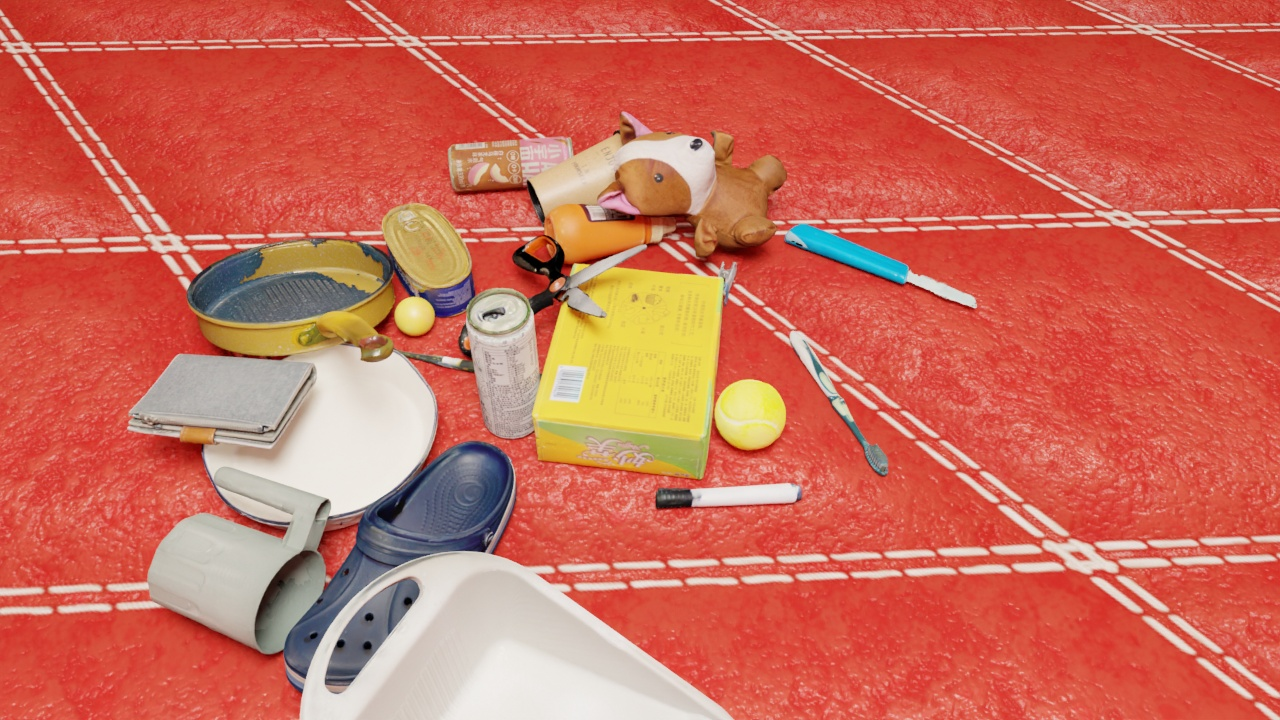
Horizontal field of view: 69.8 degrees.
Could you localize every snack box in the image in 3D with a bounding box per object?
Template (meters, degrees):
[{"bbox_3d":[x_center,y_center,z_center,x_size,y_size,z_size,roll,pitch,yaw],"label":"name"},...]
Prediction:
[{"bbox_3d":[-0.005,0.005,0.882,0.158,0.070,0.209,6,48,5],"label":"snack box"}]

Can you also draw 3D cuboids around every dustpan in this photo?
[{"bbox_3d":[-0.085,0.255,0.610,0.258,0.143,0.222,22,51,19],"label":"dustpan"}]

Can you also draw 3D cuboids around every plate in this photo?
[{"bbox_3d":[-0.286,0.070,0.836,0.205,0.046,0.204,0,49,0],"label":"plate"}]

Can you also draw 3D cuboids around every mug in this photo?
[{"bbox_3d":[-0.309,0.153,0.722,0.103,0.083,0.124,15,82,15],"label":"mug"}]

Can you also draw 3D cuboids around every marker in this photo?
[{"bbox_3d":[0.078,0.119,0.816,0.130,0.018,0.022,-3,39,-3],"label":"marker"}]

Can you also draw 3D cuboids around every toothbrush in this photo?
[{"bbox_3d":[-0.183,0.003,0.917,0.186,0.017,0.012,10,89,8],"label":"toothbrush"},{"bbox_3d":[0.191,0.035,0.893,0.016,0.018,0.191,-15,50,-14],"label":"toothbrush"}]

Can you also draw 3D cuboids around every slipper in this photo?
[{"bbox_3d":[-0.178,0.154,0.732,0.105,0.095,0.252,18,47,18],"label":"slipper"}]

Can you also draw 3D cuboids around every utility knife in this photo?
[{"bbox_3d":[0.267,-0.105,1.019,0.223,0.018,0.034,26,51,22],"label":"utility knife"}]

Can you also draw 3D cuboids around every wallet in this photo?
[{"bbox_3d":[-0.367,0.037,0.811,0.130,0.037,0.106,5,38,4],"label":"wallet"}]

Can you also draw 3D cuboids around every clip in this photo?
[{"bbox_3d":[0.091,-0.087,0.998,0.036,0.026,0.057,8,48,16],"label":"clip"}]

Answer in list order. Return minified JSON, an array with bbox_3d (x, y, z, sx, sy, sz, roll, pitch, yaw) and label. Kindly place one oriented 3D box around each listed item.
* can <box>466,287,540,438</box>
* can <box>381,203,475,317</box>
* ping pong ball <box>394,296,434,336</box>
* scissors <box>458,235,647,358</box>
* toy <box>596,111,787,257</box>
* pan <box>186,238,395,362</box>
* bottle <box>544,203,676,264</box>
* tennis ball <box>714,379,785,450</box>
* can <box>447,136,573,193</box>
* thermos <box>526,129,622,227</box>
[{"bbox_3d":[-0.121,0.006,0.828,0.058,0.147,0.058,0,48,-1],"label":"can"},{"bbox_3d":[-0.229,-0.110,0.996,0.074,0.049,0.148,-24,53,-21],"label":"can"},{"bbox_3d":[-0.232,-0.045,0.944,0.040,0.040,0.040,0,48,-1],"label":"ping pong ball"},{"bbox_3d":[-0.094,-0.073,0.908,0.221,0.021,0.232,-35,34,11],"label":"scissors"},{"bbox_3d":[0.057,-0.190,0.992,0.199,0.131,0.139,19,62,-11],"label":"toy"},{"bbox_3d":[-0.303,-0.051,0.862,0.197,0.078,0.357,-20,36,-28],"label":"pan"},{"bbox_3d":[-0.030,-0.147,1.028,0.149,0.067,0.066,-9,48,-19],"label":"bottle"},{"bbox_3d":[0.101,0.050,0.846,0.065,0.066,0.065,0,48,-1],"label":"tennis ball"},{"bbox_3d":[-0.155,-0.236,1.105,0.147,0.058,0.057,-6,48,-6],"label":"can"},{"bbox_3d":[-0.055,-0.207,1.065,0.143,0.093,0.093,-22,52,-11],"label":"thermos"}]
